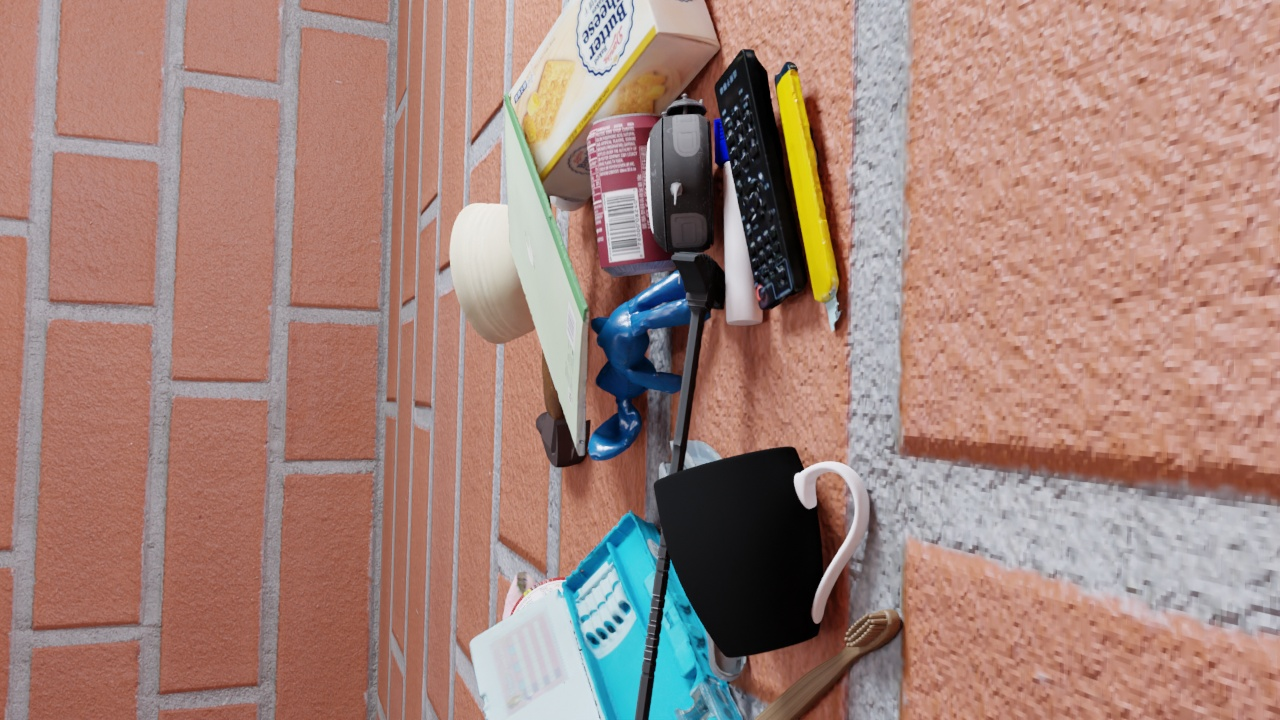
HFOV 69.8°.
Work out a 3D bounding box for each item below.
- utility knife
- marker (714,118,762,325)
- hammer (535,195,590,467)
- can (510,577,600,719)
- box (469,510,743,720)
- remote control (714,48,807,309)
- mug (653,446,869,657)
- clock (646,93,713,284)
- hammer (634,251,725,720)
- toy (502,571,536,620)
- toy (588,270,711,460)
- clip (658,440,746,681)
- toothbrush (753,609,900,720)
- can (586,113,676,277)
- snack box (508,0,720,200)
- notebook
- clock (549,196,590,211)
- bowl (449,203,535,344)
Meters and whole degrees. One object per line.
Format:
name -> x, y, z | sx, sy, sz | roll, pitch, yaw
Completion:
utility knife -> 0.094, -0.095, 0.519 | 0.030, 0.017, 0.162 | 102, 164, -73
marker -> 0.063, -0.090, 0.584 | 0.027, 0.023, 0.133 | -4, 83, 25
hammer -> -0.088, -0.051, 0.889 | 0.115, 0.033, 0.323 | -146, 49, -66
can -> -0.058, 0.251, 0.780 | 0.116, 0.086, 0.087 | -139, 55, -63
box -> -0.029, 0.238, 0.652 | 0.185, 0.056, 0.226 | -41, 35, 8
remote control -> 0.074, -0.108, 0.550 | 0.047, 0.022, 0.150 | 146, 117, -68
mug -> 0.072, 0.101, 0.494 | 0.119, 0.084, 0.100 | -23, 74, 35
clock -> 0.026, -0.122, 0.619 | 0.091, 0.044, 0.122 | 83, -174, -53
hammer -> 0.017, 0.094, 0.568 | 0.095, 0.015, 0.324 | 25, -108, -72
toy -> -0.123, 0.291, 0.993 | 0.096, 0.052, 0.099 | 96, 165, -45
toy -> -0.004, 0.004, 0.697 | 0.177, 0.071, 0.112 | 117, 158, -48
clip -> 0.051, 0.110, 0.596 | 0.108, 0.028, 0.163 | 111, 151, -43
toothbrush -> 0.094, 0.176, 0.499 | 0.167, 0.016, 0.016 | 114, 151, -45
can -> -0.004, -0.122, 0.685 | 0.063, 0.063, 0.114 | -173, 76, -69
snack box -> -0.030, -0.226, 0.725 | 0.208, 0.057, 0.104 | -38, 61, 50
notebook -> -0.081, -0.072, 0.762 | 0.182, 0.010, 0.252 | 96, 158, -51
clock -> -0.064, -0.204, 0.886 | 0.138, 0.048, 0.096 | 137, 131, -59
bowl -> -0.127, -0.096, 0.961 | 0.150, 0.075, 0.150 | -8, -90, -70
